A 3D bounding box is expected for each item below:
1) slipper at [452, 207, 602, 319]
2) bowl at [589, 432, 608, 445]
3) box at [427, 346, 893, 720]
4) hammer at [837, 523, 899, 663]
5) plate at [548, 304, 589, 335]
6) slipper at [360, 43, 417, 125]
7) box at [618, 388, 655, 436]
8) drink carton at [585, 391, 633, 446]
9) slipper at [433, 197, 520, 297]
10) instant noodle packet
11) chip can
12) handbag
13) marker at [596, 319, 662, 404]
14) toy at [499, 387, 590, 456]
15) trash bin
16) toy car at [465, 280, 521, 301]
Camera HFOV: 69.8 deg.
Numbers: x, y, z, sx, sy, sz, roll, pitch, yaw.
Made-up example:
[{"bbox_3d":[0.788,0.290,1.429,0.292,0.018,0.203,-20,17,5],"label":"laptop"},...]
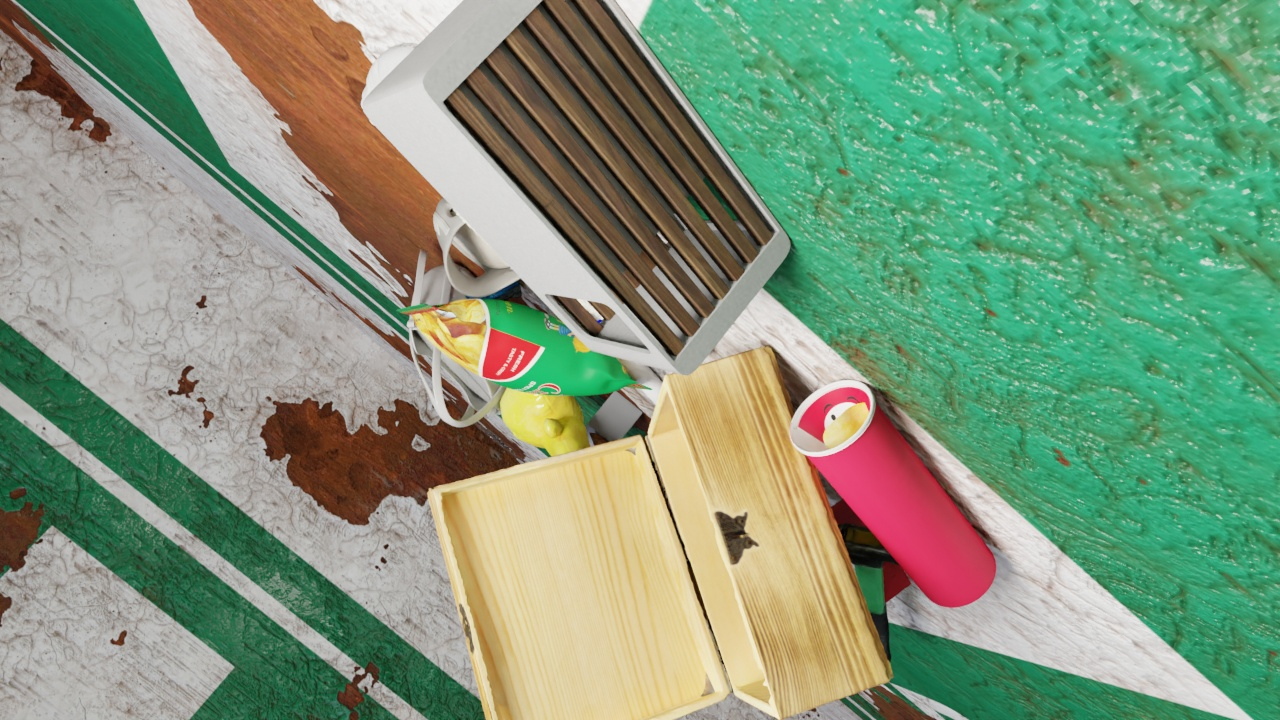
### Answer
[{"bbox_3d":[-0.041,-0.081,0.796,0.263,0.052,0.115,34,166,-25],"label":"slipper"},{"bbox_3d":[-0.035,0.140,1.184,0.114,0.026,0.102,-118,9,-59],"label":"bowl"},{"bbox_3d":[-0.012,0.194,0.822,0.286,0.334,0.279,94,157,-74],"label":"box"},{"bbox_3d":[0.250,0.264,0.988,0.130,0.032,0.319,4,144,19],"label":"hammer"},{"bbox_3d":[-0.061,-0.018,1.103,0.134,0.011,0.135,36,165,11],"label":"plate"},{"bbox_3d":[-0.160,-0.193,0.733,0.247,0.074,0.112,25,144,49],"label":"slipper"},{"bbox_3d":[0.058,0.140,1.142,0.214,0.165,0.153,52,-155,-42],"label":"box"},{"bbox_3d":[-0.044,0.093,1.278,0.048,0.076,0.125,39,161,2],"label":"drink carton"},{"bbox_3d":[-0.167,-0.112,0.948,0.113,0.080,0.266,42,165,-23],"label":"slipper"},{"bbox_3d":[-0.134,-0.013,1.012,0.252,0.090,0.196,21,173,-22],"label":"instant noodle packet"},{"bbox_3d":[0.206,0.111,0.730,0.220,0.069,0.069,47,164,-29],"label":"chip can"},{"bbox_3d":[-0.245,-0.011,1.186,0.096,0.222,0.216,-20,131,21],"label":"handbag"},{"bbox_3d":[-0.006,0.006,1.020,0.027,0.023,0.133,-10,132,43],"label":"marker"},{"bbox_3d":[-0.114,0.083,1.180,0.207,0.092,0.134,44,168,39],"label":"toy"},{"bbox_3d":[-0.035,-0.112,0.562,0.229,0.114,0.115,47,164,-28],"label":"trash bin"},{"bbox_3d":[-0.183,-0.084,1.129,0.043,0.056,0.120,63,157,-4],"label":"toy car"}]
